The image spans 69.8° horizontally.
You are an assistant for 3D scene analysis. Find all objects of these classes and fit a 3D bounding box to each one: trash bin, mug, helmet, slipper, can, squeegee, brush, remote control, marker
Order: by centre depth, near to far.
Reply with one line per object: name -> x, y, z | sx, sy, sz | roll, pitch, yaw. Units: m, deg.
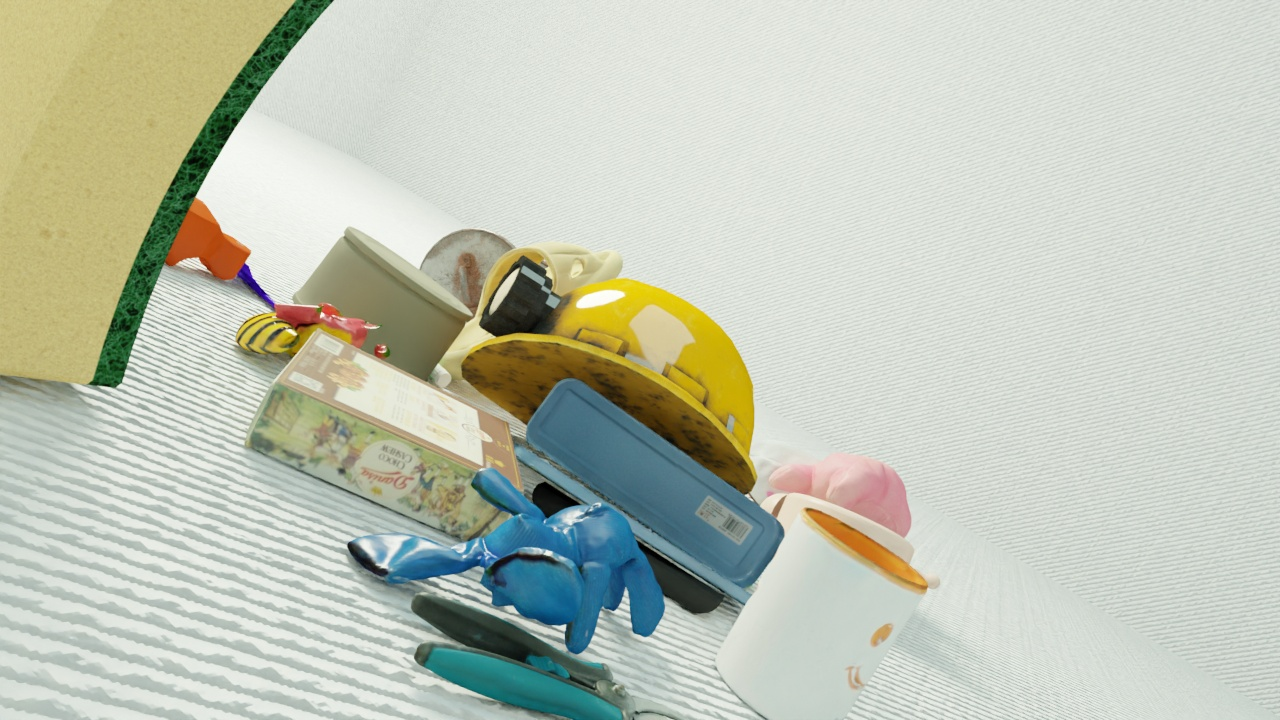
brush -> -0.270, -0.133, 0.419 | 0.195, 0.250, 0.075 | 37, 8, 25
mug -> 0.103, 0.151, 0.532 | 0.082, 0.105, 0.082 | 30, 6, -3
remote control -> -0.011, 0.128, 0.623 | 0.147, 0.015, 0.033 | 31, 6, 11
squeegee -> -0.359, -0.103, 0.706 | 0.250, 0.055, 0.184 | 33, -1, 35
helmet -> -0.004, 0.004, 0.756 | 0.255, 0.131, 0.206 | 32, -29, -19
can -> -0.211, -0.045, 0.759 | 0.128, 0.073, 0.128 | 37, 1, -1
marker -> -0.214, -0.013, 0.846 | 0.017, 0.017, 0.145 | 24, 8, -46
slipper -> -0.118, -0.069, 0.907 | 0.112, 0.079, 0.260 | -7, 25, 36
trash bin -> -0.171, -0.079, 1.096 | 0.131, 0.131, 0.211 | 31, 4, 10

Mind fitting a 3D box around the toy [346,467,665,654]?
toy -> -0.040, 0.102, 0.453 | 0.113, 0.071, 0.176 | 20, -2, 40

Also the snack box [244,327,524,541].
snack box -> -0.147, 0.043, 0.554 | 0.147, 0.041, 0.143 | 28, 6, -16

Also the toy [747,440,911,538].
toy -> 0.193, 0.141, 1.034 | 0.142, 0.084, 0.214 | 34, -20, -31

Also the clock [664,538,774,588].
clock -> 0.058, 0.140, 0.735 | 0.119, 0.042, 0.094 | 30, 4, -4

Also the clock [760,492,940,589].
clock -> 0.189, 0.187, 0.892 | 0.131, 0.086, 0.160 | 28, -4, -15

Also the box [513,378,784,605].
box -> 0.011, 0.098, 0.640 | 0.210, 0.072, 0.079 | 36, 3, -9

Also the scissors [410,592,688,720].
scissors -> -0.035, 0.138, 0.391 | 0.131, 0.019, 0.149 | 34, 5, 23

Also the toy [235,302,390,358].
toy -> -0.231, -0.019, 0.641 | 0.084, 0.046, 0.103 | 12, 5, 29
